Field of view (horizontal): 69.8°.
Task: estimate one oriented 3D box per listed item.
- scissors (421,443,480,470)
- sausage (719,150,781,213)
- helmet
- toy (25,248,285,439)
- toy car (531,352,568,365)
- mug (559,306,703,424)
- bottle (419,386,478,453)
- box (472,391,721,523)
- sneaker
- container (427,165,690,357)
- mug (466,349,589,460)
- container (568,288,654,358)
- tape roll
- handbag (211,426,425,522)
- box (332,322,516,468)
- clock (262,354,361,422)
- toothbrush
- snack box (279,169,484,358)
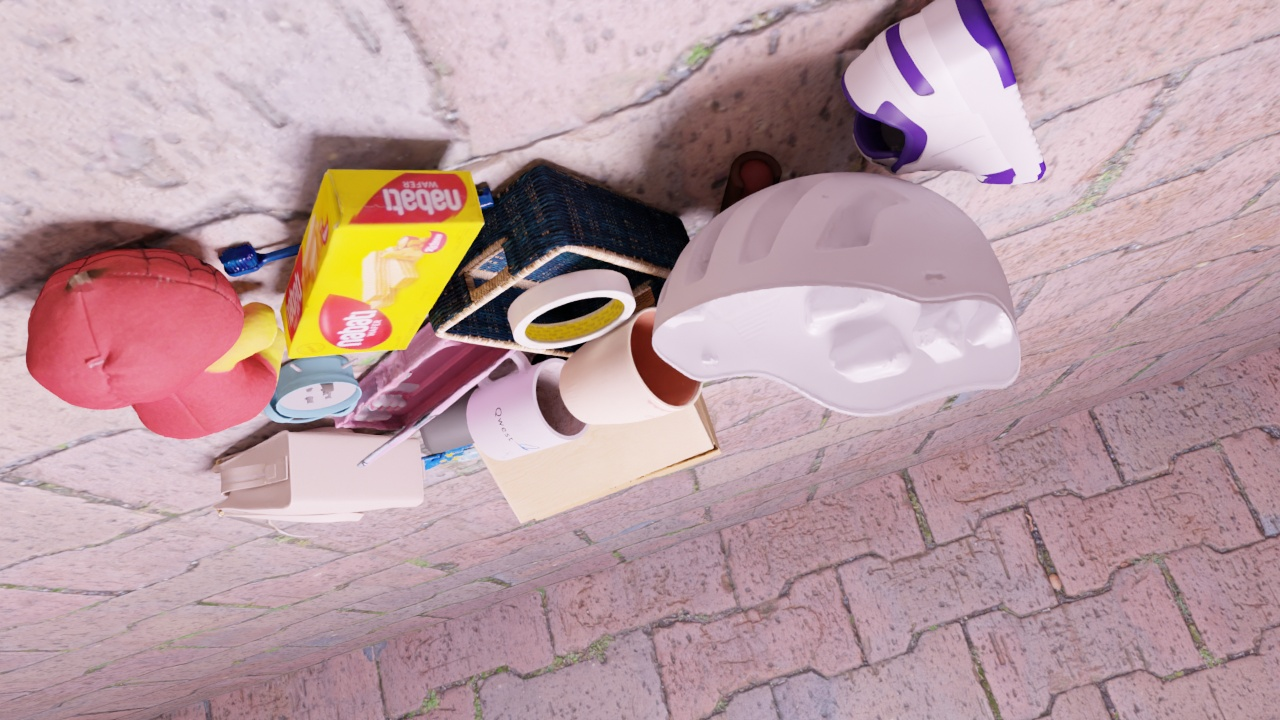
[{"bbox_3d":[-0.257,0.128,1.209,0.131,0.018,0.109,-26,157,19],"label":"scissors"},{"bbox_3d":[0.085,-0.120,0.767,0.040,0.040,0.156,-15,161,-8],"label":"sausage"},{"bbox_3d":[0.139,-0.041,0.685,0.281,0.183,0.225,-8,165,-34],"label":"helmet"},{"bbox_3d":[-0.329,-0.007,0.635,0.147,0.098,0.216,-23,167,-9],"label":"toy"},{"bbox_3d":[-0.090,0.005,0.964,0.036,0.042,0.092,25,139,-28],"label":"toy car"},{"bbox_3d":[-0.005,0.004,0.767,0.105,0.085,0.111,-22,-167,43],"label":"mug"},{"bbox_3d":[-0.185,0.061,1.003,0.108,0.060,0.060,-15,161,-7],"label":"bottle"},{"bbox_3d":[-0.045,0.093,1.084,0.249,0.142,0.179,-23,170,9],"label":"box"},{"bbox_3d":[0.220,-0.171,0.675,0.111,0.091,0.244,-24,157,23],"label":"sneaker"},{"bbox_3d":[-0.059,-0.070,0.727,0.146,0.071,0.187,-29,159,30],"label":"container"},{"bbox_3d":[-0.121,0.036,0.921,0.097,0.119,0.082,-19,-159,36],"label":"mug"},{"bbox_3d":[-0.015,-0.044,0.857,0.114,0.061,0.063,-23,161,16],"label":"container"},{"bbox_3d":[-0.051,-0.037,0.682,0.094,0.019,0.094,-16,162,-6],"label":"tape roll"},{"bbox_3d":[-0.374,0.135,1.018,0.198,0.101,0.194,-15,165,32],"label":"handbag"},{"bbox_3d":[-0.196,0.031,0.878,0.233,0.080,0.099,-32,156,36],"label":"box"},{"bbox_3d":[-0.303,0.034,0.849,0.087,0.042,0.123,-5,156,-32],"label":"clock"},{"bbox_3d":[-0.195,-0.091,0.633,0.190,0.016,0.017,-16,155,-5],"label":"toothbrush"},{"bbox_3d":[-0.185,-0.061,0.632,0.092,0.042,0.201,-6,161,-32],"label":"snack box"}]
